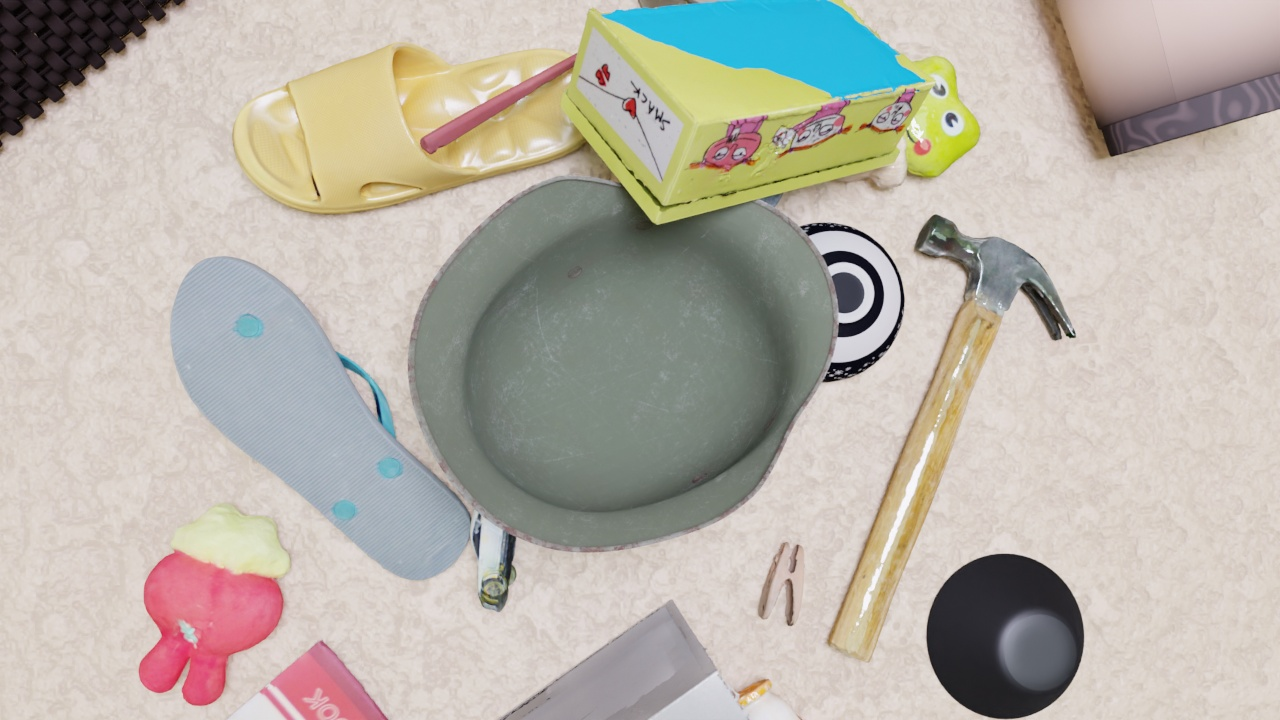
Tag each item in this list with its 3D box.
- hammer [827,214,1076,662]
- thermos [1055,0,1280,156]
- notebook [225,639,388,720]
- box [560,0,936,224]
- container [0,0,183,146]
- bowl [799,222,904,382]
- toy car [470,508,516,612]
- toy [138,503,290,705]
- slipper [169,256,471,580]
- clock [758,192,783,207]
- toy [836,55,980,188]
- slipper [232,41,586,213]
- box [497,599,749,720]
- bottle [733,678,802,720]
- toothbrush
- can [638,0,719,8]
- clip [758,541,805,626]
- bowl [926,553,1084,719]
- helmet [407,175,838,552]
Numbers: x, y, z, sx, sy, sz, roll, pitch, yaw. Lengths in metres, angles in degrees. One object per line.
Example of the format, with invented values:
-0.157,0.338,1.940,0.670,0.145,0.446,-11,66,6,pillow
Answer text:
0.218,0.065,0.688,0.132,0.033,0.330,23,86,-4,hammer
0.381,-0.276,0.659,0.172,0.173,0.226,-16,94,-6,thermos
-0.217,0.325,0.644,0.153,0.012,0.209,-40,89,-4,notebook
0.074,-0.173,0.601,0.220,0.079,0.124,-20,60,-36,box
-0.457,-0.298,0.551,0.243,0.247,0.245,-39,90,-9,container
0.139,-0.045,0.668,0.120,0.066,0.120,0,86,-5,bowl
-0.103,0.123,0.648,0.033,0.048,0.105,4,86,0,toy car
-0.294,0.168,0.631,0.091,0.045,0.135,16,81,-6,toy
-0.227,0.047,0.649,0.098,0.055,0.269,-38,101,-3,slipper
0.051,-0.126,0.672,0.117,0.057,0.083,-34,90,-6,clock
0.193,-0.176,0.693,0.118,0.043,0.092,-24,90,-4,toy
-0.156,-0.170,0.648,0.263,0.078,0.099,-12,88,-8,slipper
0.016,0.270,0.476,0.166,0.419,0.108,-34,107,-6,box
0.103,0.283,0.649,0.063,0.063,0.109,-29,75,-6,bottle
-0.071,-0.190,0.640,0.189,0.016,0.016,-37,102,-24,toothbrush
0.060,-0.301,0.675,0.128,0.073,0.127,0,86,-5,can
0.099,0.163,0.676,0.045,0.025,0.061,8,78,-6,clip
0.280,0.207,0.671,0.124,0.052,0.124,0,86,-5,bowl
-0.004,0.004,0.609,0.267,0.154,0.227,-30,80,-7,helmet
